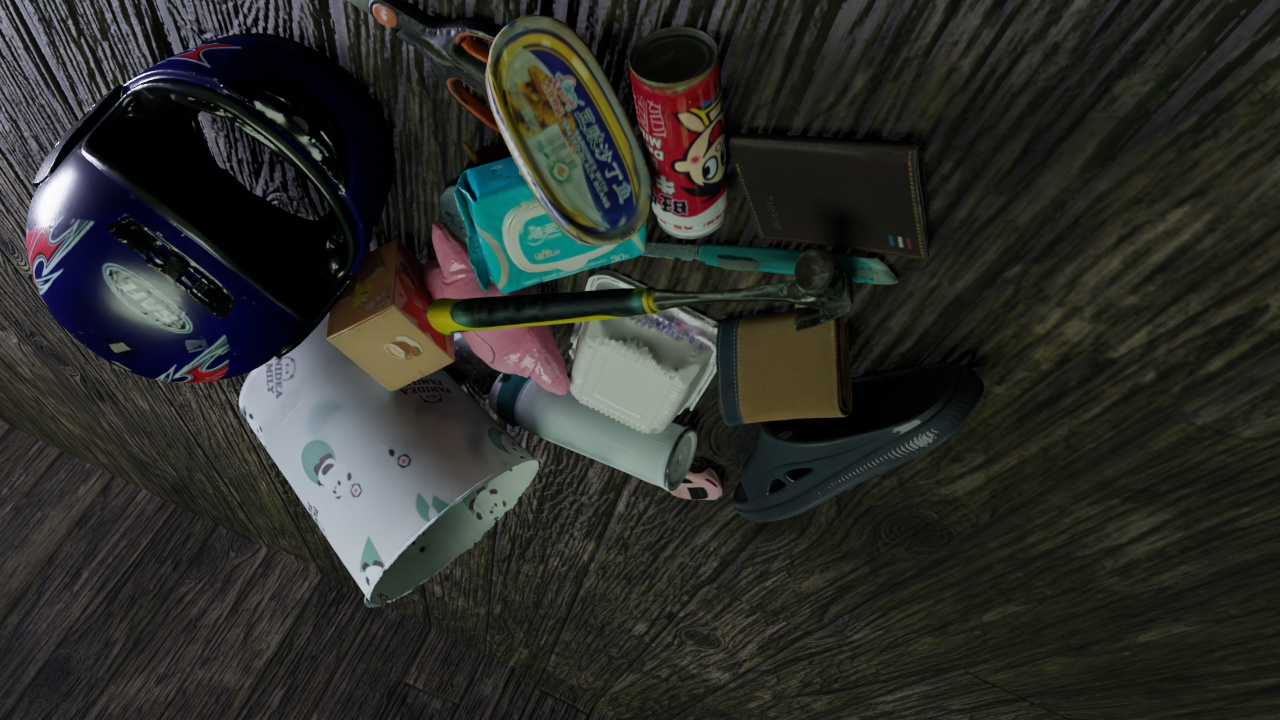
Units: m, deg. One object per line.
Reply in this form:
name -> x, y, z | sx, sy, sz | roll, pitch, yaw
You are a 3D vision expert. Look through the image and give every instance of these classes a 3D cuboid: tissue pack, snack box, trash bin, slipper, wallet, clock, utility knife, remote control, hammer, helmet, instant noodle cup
tissue pack -> -0.062, -0.103, 0.651 | 0.133, 0.050, 0.093 | -17, 139, -4
snack box -> -0.235, -0.043, 0.875 | 0.077, 0.094, 0.093 | -24, 137, 15
trash bin -> -0.273, 0.091, 0.977 | 0.252, 0.229, 0.230 | 46, 153, 12
slipper -> 0.155, 0.052, 0.757 | 0.083, 0.110, 0.269 | 47, 142, -6
wallet -> 0.112, 0.004, 0.726 | 0.033, 0.090, 0.115 | 6, 170, -44
wallet -> 0.124, -0.107, 0.596 | 0.122, 0.020, 0.096 | 11, 148, 29
clock -> -0.110, -0.117, 0.728 | 0.082, 0.055, 0.122 | 19, 151, 11
utility knife -> 0.079, -0.075, 0.687 | 0.223, 0.013, 0.029 | 9, 148, 28
remote control -> -0.201, -0.001, 1.022 | 0.058, 0.021, 0.150 | 39, 148, -20
hammer -> -0.006, -0.041, 0.682 | 0.324, 0.032, 0.126 | -3, 170, 20
helmet -> -0.362, -0.105, 0.759 | 0.247, 0.239, 0.316 | 41, 146, -26
instant noodle cup -> -0.005, 0.005, 0.838 | 0.138, 0.060, 0.174 | 26, 150, 1

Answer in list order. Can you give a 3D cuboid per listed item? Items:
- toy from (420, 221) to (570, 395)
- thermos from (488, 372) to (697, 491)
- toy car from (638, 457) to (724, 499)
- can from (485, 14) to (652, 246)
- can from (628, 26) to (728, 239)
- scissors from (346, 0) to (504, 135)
toy -> -0.139, -0.044, 0.846 | 0.178, 0.074, 0.195 | 34, 158, 28
thermos -> -0.056, 0.067, 0.956 | 0.224, 0.073, 0.073 | 19, 151, 22
toy car -> 0.035, 0.129, 1.029 | 0.122, 0.037, 0.056 | 12, 147, 25
can -> -0.045, -0.141, 0.577 | 0.148, 0.074, 0.049 | 63, 176, -12
can -> 0.027, -0.139, 0.583 | 0.053, 0.053, 0.133 | 15, 149, 19
scissors -> -0.165, -0.222, 0.635 | 0.235, 0.021, 0.143 | 20, 151, 10
